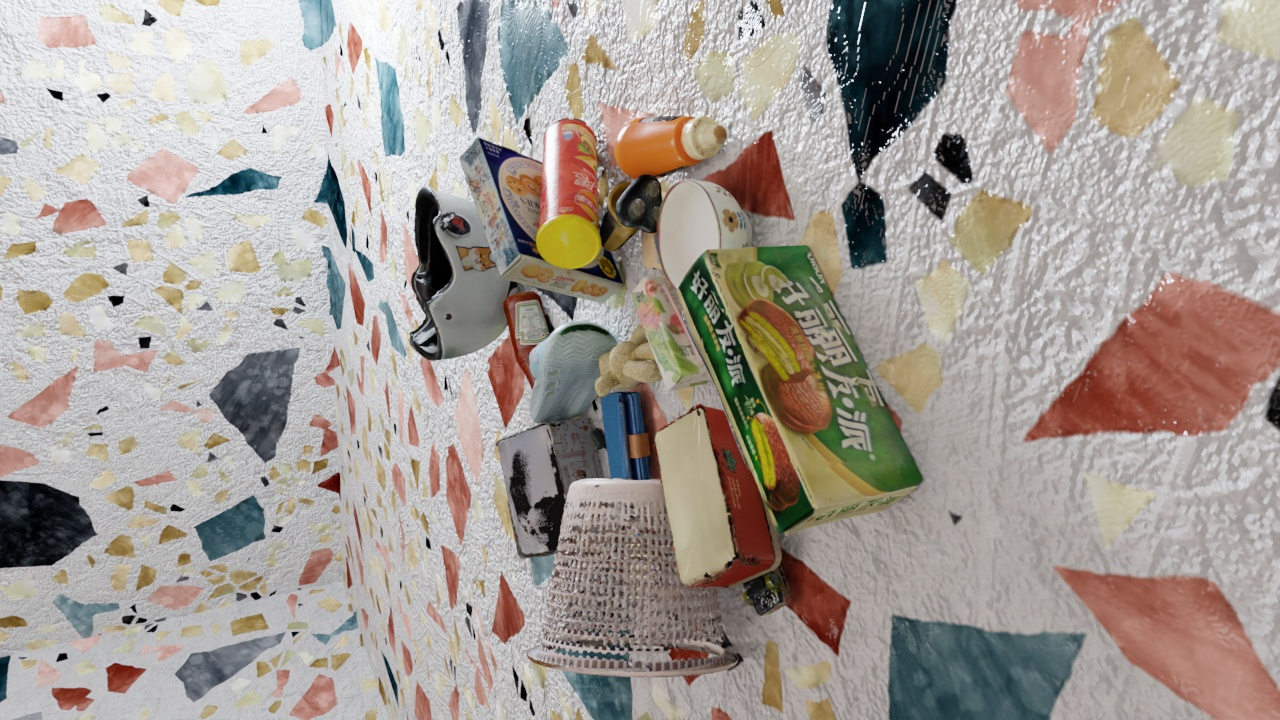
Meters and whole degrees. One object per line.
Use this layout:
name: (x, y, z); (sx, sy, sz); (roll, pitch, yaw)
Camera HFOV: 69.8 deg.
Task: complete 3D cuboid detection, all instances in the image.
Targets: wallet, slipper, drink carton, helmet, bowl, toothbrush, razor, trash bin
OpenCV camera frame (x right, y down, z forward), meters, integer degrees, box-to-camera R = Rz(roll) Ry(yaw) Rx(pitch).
wallet: (-0.019, 0.104, 1.149); (0.106, 0.040, 0.133); (174, 88, -71)
wallet: (0.032, -0.140, 1.002); (0.115, 0.024, 0.087); (-159, 61, -65)
slipper: (-0.098, 0.011, 1.213); (0.246, 0.104, 0.074); (118, 138, -57)
drink carton: (0.038, -0.032, 0.988); (0.046, 0.053, 0.122); (-53, 52, 53)
helmet: (-0.274, -0.134, 1.446); (0.231, 0.156, 0.273); (139, 130, -60)
bowl: (0.069, -0.121, 0.895); (0.113, 0.062, 0.113); (28, 122, 56)
toothbrush: (-0.028, 0.169, 1.208); (0.014, 0.016, 0.189); (110, 141, -54)
razor: (-0.015, -0.154, 1.021); (0.067, 0.062, 0.168); (38, 166, -5)
trash bin: (-0.007, 0.228, 0.999); (0.228, 0.227, 0.192); (-17, 69, 62)

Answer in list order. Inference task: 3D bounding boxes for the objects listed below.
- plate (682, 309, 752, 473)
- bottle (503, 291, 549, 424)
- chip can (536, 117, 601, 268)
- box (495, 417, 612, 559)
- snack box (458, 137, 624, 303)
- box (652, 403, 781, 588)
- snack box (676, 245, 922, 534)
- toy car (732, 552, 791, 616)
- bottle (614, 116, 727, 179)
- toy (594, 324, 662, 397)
plate: (0.095, 0.031, 0.849); (0.163, 0.034, 0.164); (67, -171, 16)
bottle: (-0.155, 0.001, 1.360); (0.060, 0.059, 0.206); (-34, 67, 60)
chip can: (-0.085, -0.201, 1.080); (0.216, 0.073, 0.073); (-95, 18, -45)
box: (-0.140, 0.193, 1.333); (0.274, 0.126, 0.179); (144, 114, -65)
snack box: (-0.118, -0.167, 1.116); (0.046, 0.177, 0.182); (-37, 62, 29)
box: (0.066, 0.134, 0.904); (0.092, 0.079, 0.168); (-37, 53, 40)
snack box: (0.127, 0.016, 0.765); (0.063, 0.114, 0.240); (-53, 51, 50)
toy car: (0.118, 0.205, 0.911); (0.042, 0.035, 0.090); (-45, 50, 34)
bottle: (0.035, -0.222, 0.940); (0.150, 0.066, 0.067); (7, 103, 54)
toy: (-0.006, 0.006, 1.070); (0.105, 0.066, 0.157); (-59, 17, -14)
